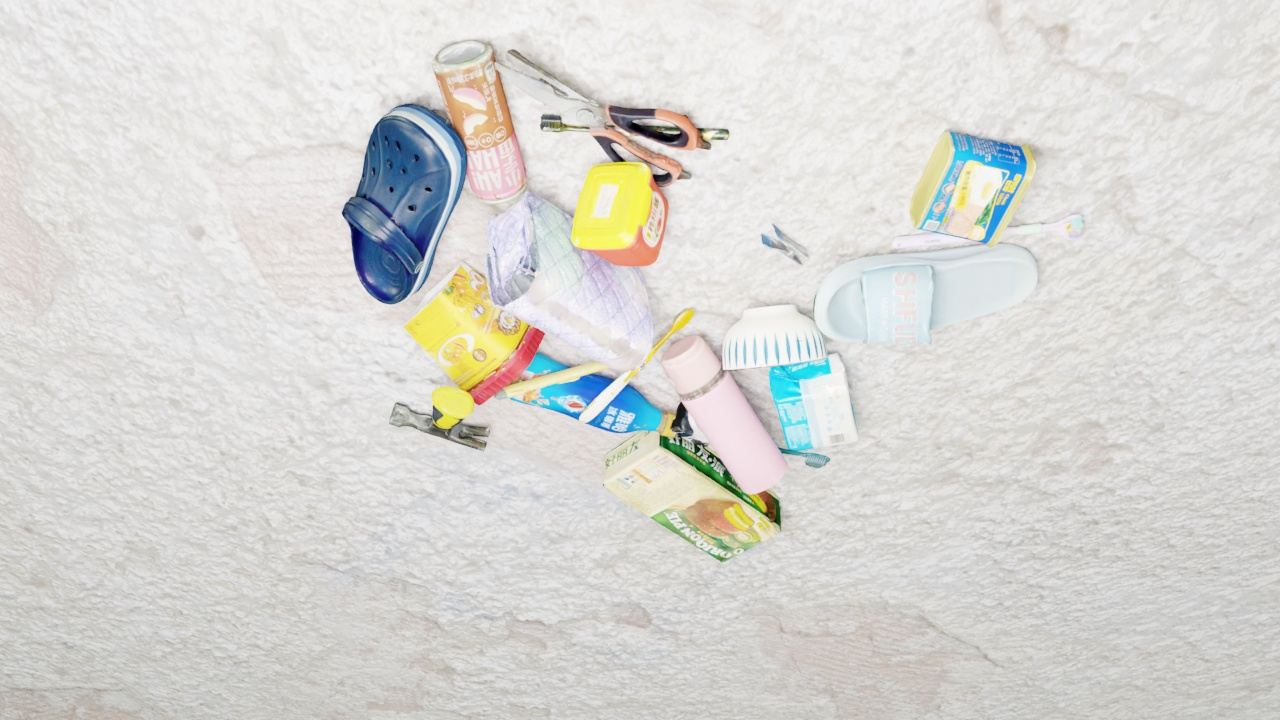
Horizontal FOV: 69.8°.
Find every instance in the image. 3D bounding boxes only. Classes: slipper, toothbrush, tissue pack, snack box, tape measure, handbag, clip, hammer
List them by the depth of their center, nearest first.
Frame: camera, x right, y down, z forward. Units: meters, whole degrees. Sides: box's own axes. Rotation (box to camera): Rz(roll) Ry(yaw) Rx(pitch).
[{"bbox_3d":[-0.006,-0.227,0.896,0.186,0.012,0.017,3,147,0],"label":"toothbrush"},{"bbox_3d":[-0.018,-0.142,0.916,0.082,0.091,0.080,5,165,29],"label":"snack box"},{"bbox_3d":[-0.253,-0.146,0.919,0.105,0.095,0.254,38,137,5],"label":"slipper"},{"bbox_3d":[-0.071,-0.075,0.939,0.076,0.134,0.193,-31,142,26],"label":"handbag"},{"bbox_3d":[0.360,-0.131,0.959,0.189,0.021,0.029,-4,118,10],"label":"toothbrush"},{"bbox_3d":[0.307,-0.062,0.979,0.245,0.074,0.104,-10,133,0],"label":"slipper"},{"bbox_3d":[0.156,-0.122,0.979,0.058,0.026,0.041,32,120,-24],"label":"clip"},{"bbox_3d":[-0.223,0.066,1.059,0.126,0.031,0.324,18,167,-13],"label":"hammer"},{"bbox_3d":[-0.006,0.006,1.074,0.016,0.018,0.191,40,104,-21],"label":"toothbrush"},{"bbox_3d":[0.210,0.053,1.111,0.090,0.063,0.140,-11,138,13],"label":"tissue pack"},{"bbox_3d":[0.076,0.071,1.137,0.066,0.065,0.034,31,161,-21],"label":"tape measure"},{"bbox_3d":[0.148,0.112,1.151,0.192,0.018,0.016,7,142,37],"label":"toothbrush"},{"bbox_3d":[0.073,0.180,1.244,0.240,0.063,0.115,35,126,-27],"label":"snack box"}]

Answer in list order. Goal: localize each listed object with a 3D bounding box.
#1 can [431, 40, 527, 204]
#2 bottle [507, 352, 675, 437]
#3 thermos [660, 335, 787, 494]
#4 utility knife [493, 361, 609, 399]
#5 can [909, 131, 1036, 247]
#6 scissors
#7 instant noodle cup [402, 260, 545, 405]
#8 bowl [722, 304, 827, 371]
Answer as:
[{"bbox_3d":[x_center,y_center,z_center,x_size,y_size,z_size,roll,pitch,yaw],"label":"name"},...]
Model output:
[{"bbox_3d":[-0.151,-0.225,0.877,0.058,0.057,0.147,-5,133,8],"label":"can"},{"bbox_3d":[-0.055,0.048,1.126,0.218,0.065,0.065,19,132,-14],"label":"bottle"},{"bbox_3d":[0.094,0.061,1.088,0.067,0.087,0.198,-37,107,-5],"label":"thermos"},{"bbox_3d":[-0.080,0.014,1.071,0.198,0.031,0.021,-20,117,-22],"label":"utility knife"},{"bbox_3d":[0.323,-0.169,0.902,0.083,0.057,0.102,11,133,-4],"label":"can"},{"bbox_3d":[-0.030,-0.233,0.862,0.197,0.015,0.205,-4,147,14],"label":"scissors"},{"bbox_3d":[-0.188,-0.034,1.033,0.116,0.116,0.123,-35,111,31],"label":"instant noodle cup"},{"bbox_3d":[0.147,-0.027,1.026,0.116,0.116,0.066,-6,91,9],"label":"bowl"}]
